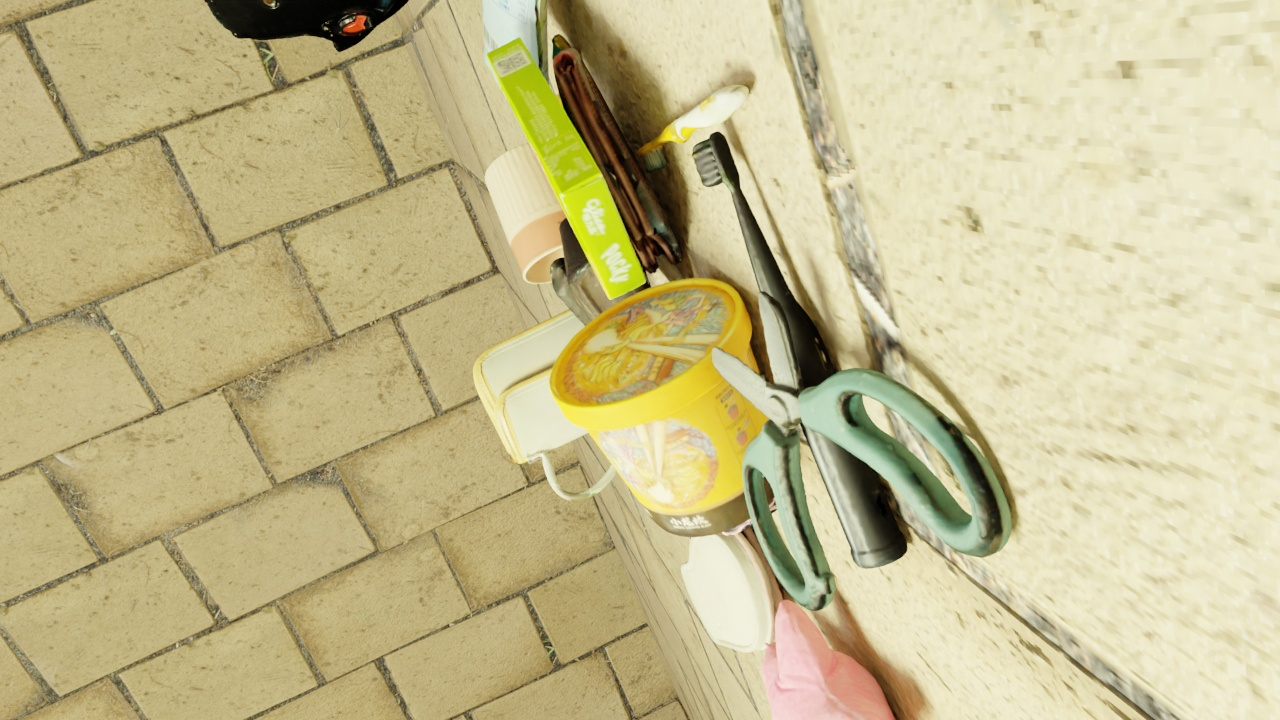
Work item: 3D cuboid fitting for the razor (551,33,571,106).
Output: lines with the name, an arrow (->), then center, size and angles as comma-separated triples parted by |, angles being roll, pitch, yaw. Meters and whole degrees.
razor -> -0.059, -0.202, 0.670 | 0.043, 0.028, 0.133 | 58, 167, 6

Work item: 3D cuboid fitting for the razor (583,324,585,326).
razor -> -0.043, -0.055, 0.875 | 0.062, 0.068, 0.167 | 25, -156, -33

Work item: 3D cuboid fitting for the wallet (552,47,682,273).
wallet -> -0.015, -0.118, 0.566 | 0.124, 0.032, 0.101 | 63, -178, 9

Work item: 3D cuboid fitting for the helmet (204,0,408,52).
helmet -> -0.293, -0.420, 0.839 | 0.275, 0.230, 0.233 | 61, -169, -74

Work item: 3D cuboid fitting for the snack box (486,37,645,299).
snack box -> -0.045, -0.115, 0.539 | 0.156, 0.026, 0.086 | 63, 179, 40

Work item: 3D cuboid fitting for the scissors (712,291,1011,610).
scissors -> 0.086, 0.059, 0.401 | 0.171, 0.019, 0.170 | 35, 143, 48

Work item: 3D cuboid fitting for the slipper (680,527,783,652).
slipper -> 0.082, 0.191, 0.786 | 0.275, 0.054, 0.114 | 99, 147, -69

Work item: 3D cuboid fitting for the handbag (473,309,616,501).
handbag -> -0.065, 0.044, 0.916 | 0.178, 0.163, 0.063 | 63, 170, 7

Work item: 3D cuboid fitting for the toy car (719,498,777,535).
toy car -> 0.058, 0.081, 0.642 | 0.037, 0.056, 0.122 | 62, 172, -18

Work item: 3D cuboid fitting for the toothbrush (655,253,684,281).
toothbrush -> -0.025, -0.116, 0.649 | 0.180, 0.016, 0.016 | 53, 167, 18

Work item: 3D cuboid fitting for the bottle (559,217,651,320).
bottle -> -0.026, -0.077, 0.664 | 0.080, 0.044, 0.194 | 51, -170, -25

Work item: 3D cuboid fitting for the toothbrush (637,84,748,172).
toothbrush -> 0.022, -0.113, 0.463 | 0.191, 0.016, 0.018 | -156, 47, -77

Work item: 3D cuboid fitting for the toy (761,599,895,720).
toy -> 0.127, 0.247, 0.596 | 0.195, 0.074, 0.178 | 69, 171, -28

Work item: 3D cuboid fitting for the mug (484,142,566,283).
mug -> -0.082, -0.135, 0.856 | 0.114, 0.082, 0.106 | 4, -120, -66

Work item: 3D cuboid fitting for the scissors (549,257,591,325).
scissors -> 0.000, 0.013, 0.698 | 0.221, 0.022, 0.227 | 54, -173, -15

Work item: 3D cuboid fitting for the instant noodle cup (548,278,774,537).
instant noodle cup -> 0.024, 0.031, 0.536 | 0.114, 0.118, 0.118 | 61, 175, -29

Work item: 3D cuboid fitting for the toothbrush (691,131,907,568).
toothbrush -> 0.072, -0.005, 0.425 | 0.027, 0.026, 0.212 | -21, 94, 42

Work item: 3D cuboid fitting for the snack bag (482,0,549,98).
snack bag -> -0.079, -0.258, 0.567 | 0.191, 0.038, 0.110 | 98, 159, -50
